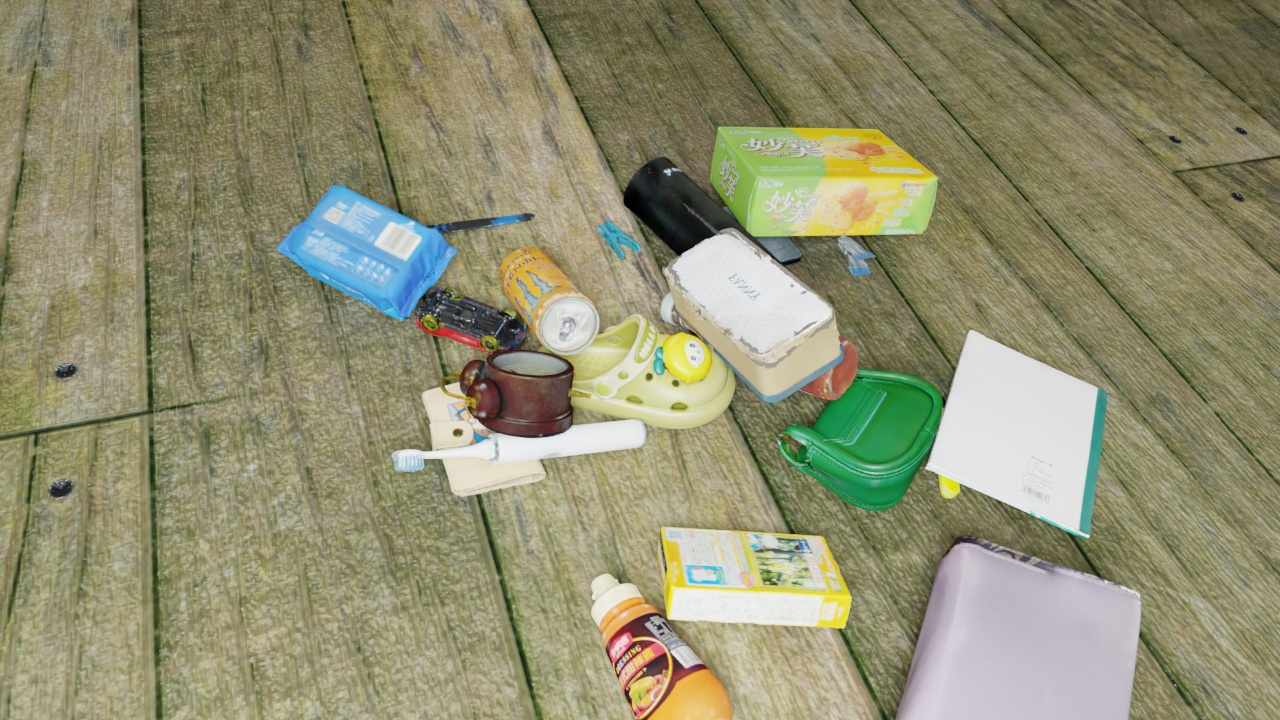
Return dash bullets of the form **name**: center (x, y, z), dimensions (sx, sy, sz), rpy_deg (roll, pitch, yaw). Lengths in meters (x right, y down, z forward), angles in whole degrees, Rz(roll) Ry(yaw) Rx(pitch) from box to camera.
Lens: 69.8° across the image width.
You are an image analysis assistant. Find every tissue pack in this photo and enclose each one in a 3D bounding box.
- **tissue pack**: center (-0.266, -0.106, 0.896), dimensions (0.157, 0.052, 0.094), rpy_deg (26, 68, 11)

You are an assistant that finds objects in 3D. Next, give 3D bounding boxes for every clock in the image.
- **clock**: center (-0.108, 0.027, 0.772), dimensions (0.121, 0.055, 0.082), rpy_deg (2, 19, -19)

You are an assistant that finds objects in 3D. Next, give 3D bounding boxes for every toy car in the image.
- **toy car**: center (-0.160, -0.034, 0.876), dimensions (0.106, 0.031, 0.049), rpy_deg (18, 50, 8)

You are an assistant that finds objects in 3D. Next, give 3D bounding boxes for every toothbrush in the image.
- **toothbrush**: center (-0.203, -0.142, 0.972), dimensions (0.189, 0.016, 0.014), rpy_deg (-11, 61, -20)
- **toothbrush**: center (-0.098, 0.072, 0.773), dimensions (0.220, 0.027, 0.026), rpy_deg (-4, 54, -28)

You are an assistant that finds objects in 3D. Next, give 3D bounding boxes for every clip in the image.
- **clip**: center (-0.025, -0.131, 0.994), dimensions (0.039, 0.014, 0.056), rpy_deg (-26, 60, -28)
- **clip**: center (0.239, -0.121, 1.026), dimensions (0.027, 0.045, 0.058), rpy_deg (-10, 43, -14)

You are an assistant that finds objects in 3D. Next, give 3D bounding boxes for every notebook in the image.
- **notebook**: center (0.368, 0.063, 0.882), dimensions (0.150, 0.012, 0.208), rpy_deg (25, 46, 11)

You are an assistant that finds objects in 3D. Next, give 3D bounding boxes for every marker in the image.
- **marker**: center (0.286, 0.078, 0.869), dimensions (0.018, 0.015, 0.123), rpy_deg (13, 46, -4)

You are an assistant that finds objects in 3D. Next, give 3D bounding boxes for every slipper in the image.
- **slipper**: center (-0.005, 0.005, 0.839), dimensions (0.190, 0.082, 0.091), rpy_deg (7, 52, 0)

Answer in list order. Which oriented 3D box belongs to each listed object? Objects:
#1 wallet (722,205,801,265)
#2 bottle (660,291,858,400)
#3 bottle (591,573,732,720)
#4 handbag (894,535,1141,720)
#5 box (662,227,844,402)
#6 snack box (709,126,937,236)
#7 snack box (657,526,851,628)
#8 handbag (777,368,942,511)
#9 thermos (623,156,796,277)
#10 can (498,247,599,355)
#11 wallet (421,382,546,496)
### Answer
- **wallet**: center (0.106, -0.131, 1.014), dimensions (0.120, 0.019, 0.097), rpy_deg (-17, 57, -24)
- **bottle**: center (0.105, -0.023, 0.866), dimensions (0.206, 0.060, 0.059), rpy_deg (24, 47, 37)
- **bottle**: center (0.006, 0.218, 0.676), dimensions (0.066, 0.067, 0.149), rpy_deg (-20, 49, -24)
- **handbag**: center (0.269, 0.242, 0.671), dimensions (0.145, 0.099, 0.196), rpy_deg (26, 52, 10)
- **box**: center (0.099, -0.041, 0.801), dimensions (0.089, 0.060, 0.184), rpy_deg (-30, 46, -8)
- **snack box**: center (0.199, -0.202, 1.027), dimensions (0.210, 0.070, 0.157), rpy_deg (-2, 34, -13)
- **snack box**: center (0.086, 0.169, 0.723), dimensions (0.140, 0.034, 0.086), rpy_deg (2, 21, -6)
- **handbag**: center (0.201, 0.063, 0.829), dimensions (0.120, 0.068, 0.131), rpy_deg (24, 51, 22)
- **thermos**: center (0.090, -0.108, 0.946), dimensions (0.242, 0.069, 0.089), rpy_deg (46, 23, 19)
- **can**: center (-0.088, -0.058, 0.857), dimensions (0.058, 0.058, 0.146), rpy_deg (-12, 28, -19)
- **wallet**: center (-0.141, 0.065, 0.804), dimensions (0.087, 0.024, 0.115), rpy_deg (-9, 53, -23)
